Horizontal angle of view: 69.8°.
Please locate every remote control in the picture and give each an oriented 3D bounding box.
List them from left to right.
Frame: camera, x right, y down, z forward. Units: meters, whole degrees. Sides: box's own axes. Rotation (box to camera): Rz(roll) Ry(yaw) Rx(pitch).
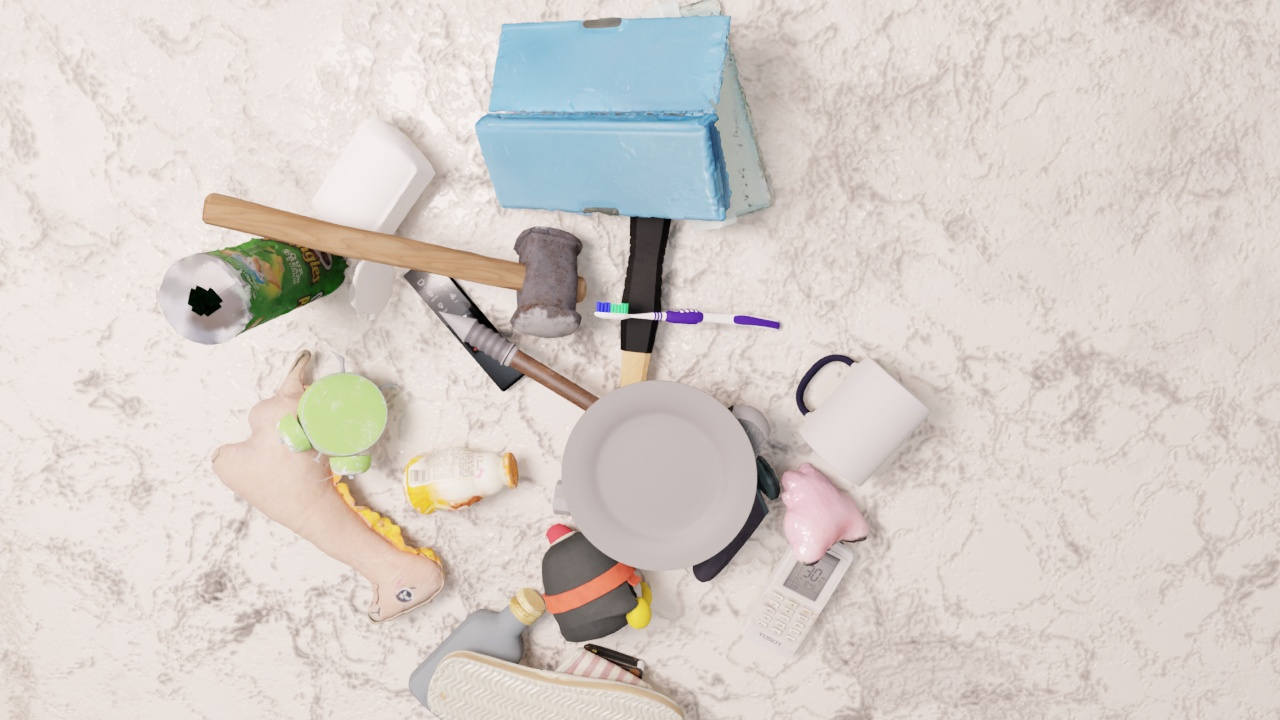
[{"bbox_3d":[-0.170,-0.037,0.901,0.034,0.013,0.150,-38,97,10],"label":"remote control"},{"bbox_3d":[0.158,0.235,0.932,0.060,0.025,0.138,28,102,-3],"label":"remote control"}]

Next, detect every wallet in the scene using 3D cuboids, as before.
[{"bbox_3d":[-0.045,0.366,0.975,0.072,0.019,0.123,17,102,0],"label":"wallet"}]

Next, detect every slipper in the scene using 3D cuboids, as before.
[{"bbox_3d":[-0.082,0.348,0.934,0.263,0.052,0.115,16,105,-7],"label":"slipper"}]

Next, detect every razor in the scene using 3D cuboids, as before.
[{"bbox_3d":[0.092,0.161,0.915,0.052,0.047,0.143,24,106,-27],"label":"razor"}]

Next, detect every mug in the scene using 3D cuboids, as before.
[{"bbox_3d":[0.200,0.046,0.871,0.112,0.078,0.097,45,102,22],"label":"mug"}]

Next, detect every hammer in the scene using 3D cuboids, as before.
[{"bbox_3d":[-0.202,-0.093,0.798,0.328,0.052,0.098,10,65,-23],"label":"hammer"},{"bbox_3d":[-0.047,0.040,0.860,0.322,0.043,0.156,31,100,-3],"label":"hammer"},{"bbox_3d":[-0.005,0.005,0.889,0.131,0.039,0.328,6,102,1],"label":"hammer"}]

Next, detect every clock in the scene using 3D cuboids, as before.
[{"bbox_3d":[-0.290,0.058,0.880,0.094,0.043,0.119,30,74,-19],"label":"clock"}]

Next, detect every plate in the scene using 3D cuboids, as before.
[{"bbox_3d":[0.017,0.105,0.840,0.178,0.012,0.178,1,99,5],"label":"plate"}]

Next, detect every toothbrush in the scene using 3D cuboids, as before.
[{"bbox_3d":[0.047,-0.041,0.857,0.186,0.015,0.016,3,93,-19],"label":"toothbrush"}]

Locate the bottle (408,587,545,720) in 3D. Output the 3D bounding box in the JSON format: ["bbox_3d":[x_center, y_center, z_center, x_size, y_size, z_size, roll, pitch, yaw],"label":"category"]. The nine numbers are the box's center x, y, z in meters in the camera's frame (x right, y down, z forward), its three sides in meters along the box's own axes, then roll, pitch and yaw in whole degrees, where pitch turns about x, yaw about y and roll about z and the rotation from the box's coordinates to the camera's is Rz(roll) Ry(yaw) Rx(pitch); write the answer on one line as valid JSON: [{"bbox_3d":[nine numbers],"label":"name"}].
[{"bbox_3d":[-0.164,0.301,0.955,0.072,0.046,0.161,43,101,-6],"label":"bottle"}]

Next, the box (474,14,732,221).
[{"bbox_3d":[-0.037,-0.205,0.785,0.232,0.066,0.173,7,110,27],"label":"box"}]

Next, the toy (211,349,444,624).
[{"bbox_3d":[-0.291,0.136,0.922,0.264,0.065,0.196,36,92,-10],"label":"toy"}]

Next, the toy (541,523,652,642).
[{"bbox_3d":[-0.052,0.215,0.906,0.100,0.097,0.119,-25,91,2],"label":"toy"}]

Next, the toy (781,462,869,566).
[{"bbox_3d":[0.170,0.146,0.889,0.093,0.102,0.050,59,135,17],"label":"toy"}]

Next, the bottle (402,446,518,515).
[{"bbox_3d":[-0.177,0.116,0.907,0.108,0.063,0.063,-9,101,6],"label":"bottle"}]

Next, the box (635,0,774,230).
[{"bbox_3d":[0.066,-0.224,0.829,0.096,0.086,0.199,-21,103,-21],"label":"box"}]

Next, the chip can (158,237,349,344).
[{"bbox_3d":[-0.326,-0.071,0.795,0.075,0.223,0.075,0,104,2],"label":"chip can"}]

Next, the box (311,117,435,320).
[{"bbox_3d":[-0.248,-0.129,0.848,0.118,0.084,0.160,41,102,2],"label":"box"}]
